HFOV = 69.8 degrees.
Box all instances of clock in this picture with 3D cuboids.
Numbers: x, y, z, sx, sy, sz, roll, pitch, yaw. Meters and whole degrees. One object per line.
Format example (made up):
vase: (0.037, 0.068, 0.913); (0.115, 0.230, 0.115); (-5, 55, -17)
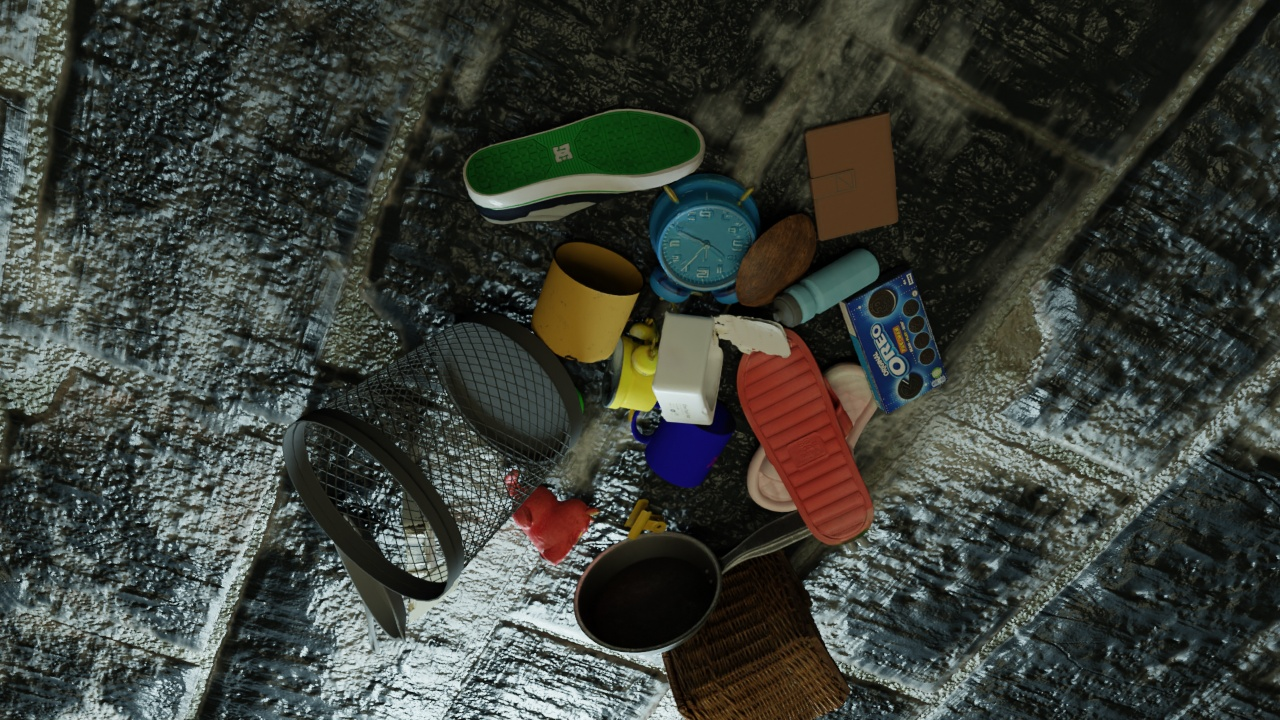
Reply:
clock: (-0.006, 0.006, 1.021); (0.057, 0.083, 0.119); (12, 124, -13)
clock: (0.068, -0.114, 0.958); (0.117, 0.060, 0.162); (-1, 124, 0)

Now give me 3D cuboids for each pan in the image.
pan: (-0.347, 0.299, 1.188); (0.024, 0.216, 0.355); (-27, 150, -30)
pan: (0.088, 0.256, 1.135); (0.357, 0.187, 0.055); (-19, 124, -3)

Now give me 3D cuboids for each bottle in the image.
bottle: (0.190, -0.074, 0.959); (0.129, 0.040, 0.040); (-30, 123, -20)

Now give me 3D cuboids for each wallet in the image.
wallet: (0.217, -0.187, 0.939); (0.087, 0.013, 0.121); (-13, 121, 3)

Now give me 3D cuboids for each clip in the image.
clip: (0.009, 0.209, 1.178); (0.049, 0.044, 0.054); (33, 118, 10)

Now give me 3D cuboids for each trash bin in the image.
trash bin: (-0.202, 0.088, 0.948); (0.218, 0.226, 0.218); (23, 135, 25)

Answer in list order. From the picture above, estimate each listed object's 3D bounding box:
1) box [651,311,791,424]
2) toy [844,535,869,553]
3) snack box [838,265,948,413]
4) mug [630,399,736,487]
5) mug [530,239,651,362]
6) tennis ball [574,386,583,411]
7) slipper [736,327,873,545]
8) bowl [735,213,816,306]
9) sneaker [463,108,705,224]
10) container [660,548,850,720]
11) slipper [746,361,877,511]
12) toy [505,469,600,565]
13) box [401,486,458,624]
box: (0.093, 0.004, 0.984); (0.136, 0.120, 0.109); (7, 157, 13)
toy: (0.252, 0.204, 1.172); (0.049, 0.030, 0.111); (-31, 113, 22)
snack box: (0.279, -0.022, 1.015); (0.082, 0.027, 0.150); (-29, 113, -4)
mug: (0.043, 0.084, 1.074); (0.111, 0.079, 0.084); (27, 119, -3)
mug: (-0.048, -0.060, 0.976); (0.123, 0.100, 0.094); (0, 129, -34)
tennis ball: (-0.099, 0.053, 1.060); (0.065, 0.065, 0.065); (0, 122, 0)
slipper: (0.185, 0.084, 1.025); (0.104, 0.059, 0.248); (-25, 77, 17)
bowl: (0.148, -0.097, 0.948); (0.114, 0.026, 0.102); (-35, 144, -21)
sneaker: (-0.053, -0.185, 0.915); (0.235, 0.084, 0.079); (-11, 157, -2)
container: (0.134, 0.354, 1.153); (0.183, 0.249, 0.162); (-28, 118, 6)
slipper: (0.212, 0.097, 1.091); (0.106, 0.055, 0.222); (23, 116, -15)
toy: (-0.116, 0.182, 1.154); (0.094, 0.088, 0.133); (-38, 97, -14)
box: (-0.252, 0.250, 1.118); (0.070, 0.186, 0.144); (-3, 127, -12)
